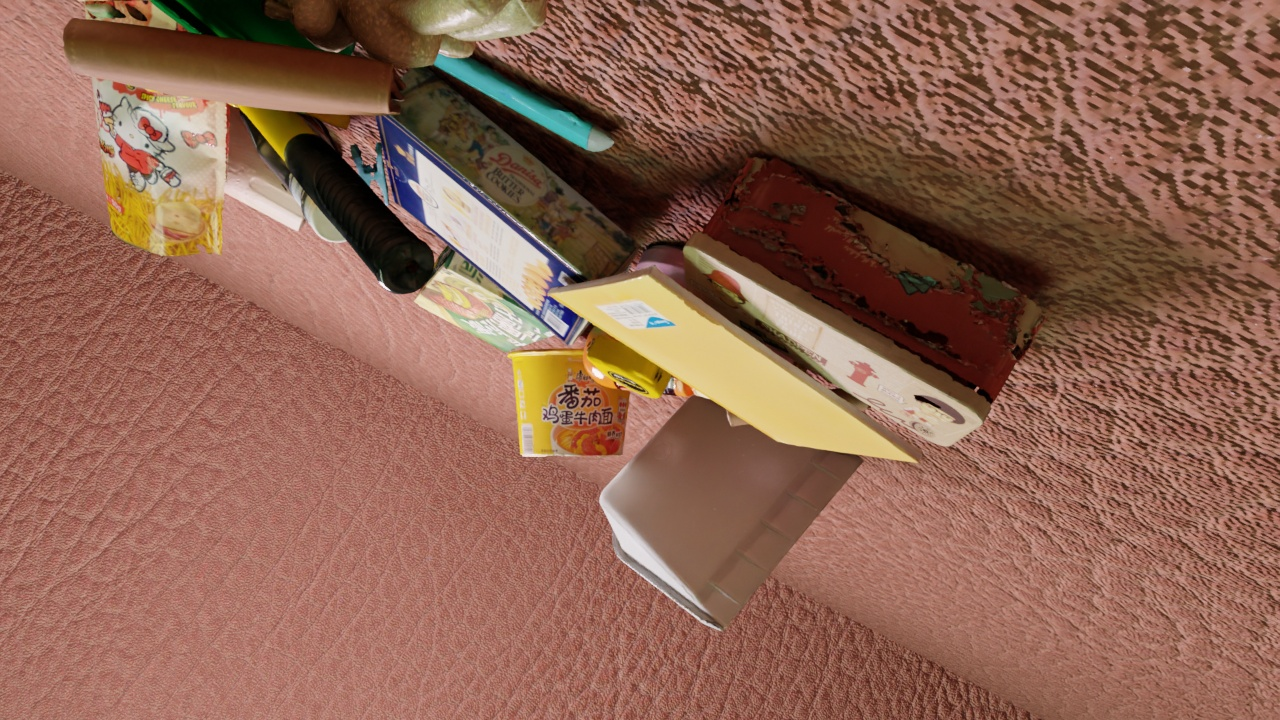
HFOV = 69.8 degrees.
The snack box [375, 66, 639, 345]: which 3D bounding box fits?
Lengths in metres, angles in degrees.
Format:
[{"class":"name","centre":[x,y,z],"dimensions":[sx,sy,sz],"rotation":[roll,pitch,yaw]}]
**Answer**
[{"class":"snack box","centre":[-0.096,-0.097,0.641],"dimensions":[0.182,0.045,0.178],"rotation":[40,166,-3]}]

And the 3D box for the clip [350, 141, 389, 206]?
[{"class":"clip","centre":[-0.196,-0.135,0.670],"dimensions":[0.047,0.014,0.057],"rotation":[-11,138,-9]}]

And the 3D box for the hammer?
[{"class":"hammer","centre":[-0.202,-0.125,0.559],"dimensions":[0.128,0.033,0.301],"rotation":[-5,-145,-39]}]

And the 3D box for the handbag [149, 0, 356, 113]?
[{"class":"handbag","centre":[-0.234,-0.211,0.524],"dimensions":[0.120,0.068,0.131],"rotation":[28,172,41]}]

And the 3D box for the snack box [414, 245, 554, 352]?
[{"class":"snack box","centre":[-0.139,-0.068,0.869],"dimensions":[0.114,0.063,0.240],"rotation":[30,167,-16]}]

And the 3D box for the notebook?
[{"class":"notebook","centre":[0.053,0.007,0.559],"dimensions":[0.206,0.010,0.146],"rotation":[32,166,-23]}]

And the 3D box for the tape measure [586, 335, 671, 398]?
[{"class":"tape measure","centre":[-0.004,0.004,0.693],"dimensions":[0.060,0.029,0.057],"rotation":[22,167,29]}]

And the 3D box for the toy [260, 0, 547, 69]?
[{"class":"toy","centre":[-0.113,-0.173,0.438],"dimensions":[0.157,0.066,0.104],"rotation":[14,-156,34]}]

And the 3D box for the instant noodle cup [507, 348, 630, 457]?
[{"class":"instant noodle cup","centre":[-0.071,0.047,0.968],"dimensions":[0.138,0.109,0.138],"rotation":[0,176,0]}]

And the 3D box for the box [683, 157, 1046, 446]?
[{"class":"box","centre":[0.114,-0.037,0.477],"dimensions":[0.168,0.080,0.091],"rotation":[31,169,12]}]

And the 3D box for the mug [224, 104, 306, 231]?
[{"class":"mug","centre":[-0.332,-0.180,0.825],"dimensions":[0.103,0.084,0.124],"rotation":[30,-169,-17]}]

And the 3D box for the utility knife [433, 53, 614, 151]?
[{"class":"utility knife","centre":[-0.080,-0.157,0.523],"dimensions":[0.151,0.013,0.029],"rotation":[29,165,3]}]

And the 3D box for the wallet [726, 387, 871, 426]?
[{"class":"wallet","centre":[0.124,0.037,0.703],"dimensions":[0.101,0.020,0.115],"rotation":[-7,174,14]}]

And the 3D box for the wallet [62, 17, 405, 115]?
[{"class":"wallet","centre":[-0.182,-0.135,0.441],"dimensions":[0.130,0.035,0.119],"rotation":[4,-165,-12]}]

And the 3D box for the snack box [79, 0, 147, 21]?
[{"class":"snack box","centre":[-0.224,-0.216,0.375],"dimensions":[0.118,0.105,0.117],"rotation":[16,162,38]}]

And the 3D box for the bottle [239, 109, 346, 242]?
[{"class":"bottle","centre":[-0.244,-0.144,0.675],"dimensions":[0.080,0.044,0.195],"rotation":[41,-175,-44]}]

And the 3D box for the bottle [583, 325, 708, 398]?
[{"class":"bottle","centre":[0.023,0.004,0.844],"dimensions":[0.150,0.066,0.067],"rotation":[14,163,24]}]

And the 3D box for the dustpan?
[{"class":"dustpan","centre":[0.076,0.154,0.982],"dimensions":[0.258,0.222,0.143],"rotation":[32,160,35]}]

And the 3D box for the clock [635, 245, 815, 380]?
[{"class":"clock","centre":[0.058,-0.019,0.669],"dimensions":[0.158,0.059,0.117],"rotation":[28,168,-8]}]

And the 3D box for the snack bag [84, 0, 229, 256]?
[{"class":"snack bag","centre":[-0.368,-0.184,0.705],"dimensions":[0.128,0.073,0.208],"rotation":[26,129,7]}]
